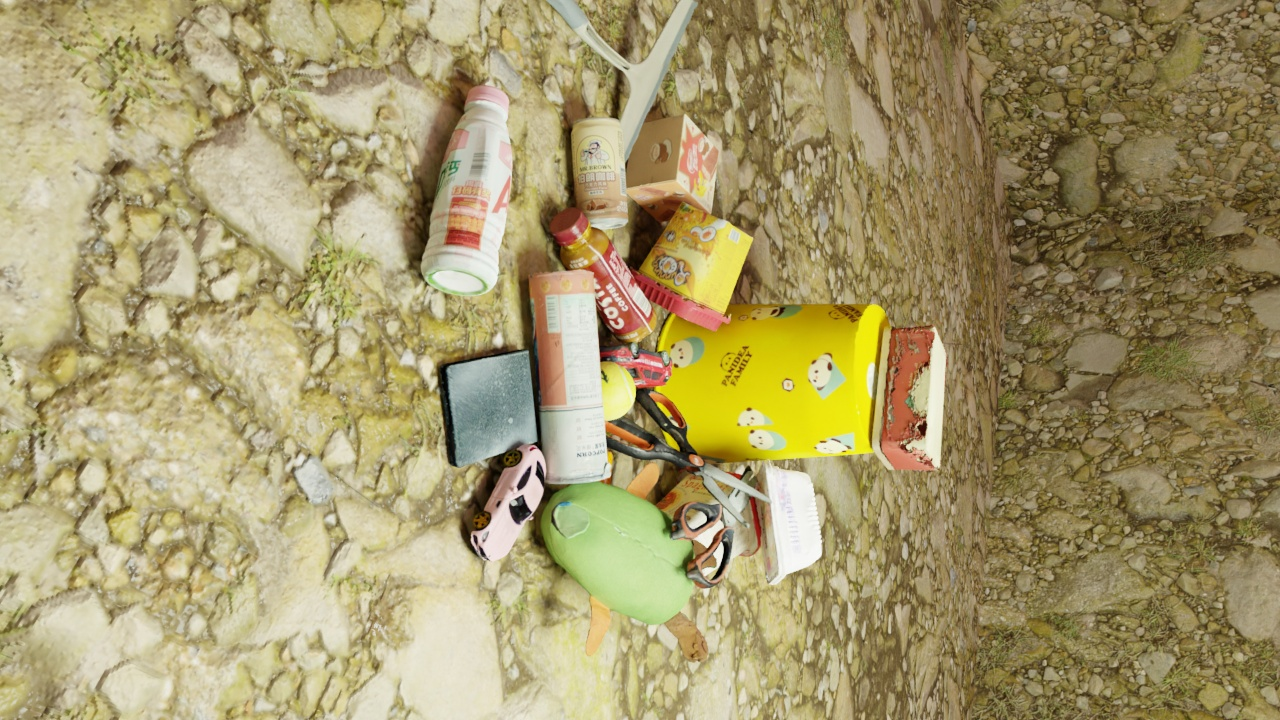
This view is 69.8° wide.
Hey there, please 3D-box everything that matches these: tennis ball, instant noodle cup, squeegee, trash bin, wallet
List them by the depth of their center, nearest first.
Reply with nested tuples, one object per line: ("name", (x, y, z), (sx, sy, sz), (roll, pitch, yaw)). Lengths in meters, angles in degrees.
("wallet", (-0.144, 0.044, 0.884), (0.120, 0.019, 0.097), (-15, 101, -56))
("tennis ball", (-0.038, 0.034, 1.008), (0.065, 0.066, 0.065), (8, 81, -58))
("squeegee", (-0.062, -0.377, 1.033), (0.246, 0.039, 0.246), (32, 78, -46))
("instant noodle cup", (0.066, -0.116, 1.115), (0.116, 0.116, 0.124), (16, 103, -56))
("instant noodle cup", (0.181, 0.201, 1.130), (0.173, 0.060, 0.138), (77, 7, -72))
("instant noodle cup", (0.072, 0.206, 1.140), (0.123, 0.116, 0.117), (-28, 112, -44))
("trash bin", (0.184, 0.028, 1.189), (0.229, 0.256, 0.229), (7, 82, -58))

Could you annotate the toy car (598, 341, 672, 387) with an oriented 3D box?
("toy car", (-0.006, 0.006, 1.074), (0.120, 0.053, 0.045), (17, 69, -55))

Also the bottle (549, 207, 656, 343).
("bottle", (-0.042, -0.094, 1.021), (0.175, 0.058, 0.057), (56, 43, -40))

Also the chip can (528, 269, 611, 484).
("chip can", (-0.074, 0.016, 0.946), (0.071, 0.071, 0.214), (-7, 93, -58))

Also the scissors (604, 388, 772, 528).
("scissors", (0.047, 0.101, 1.056), (0.220, 0.022, 0.224), (17, 30, -18))

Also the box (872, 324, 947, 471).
("box", (0.337, 0.045, 1.114), (0.091, 0.079, 0.168), (42, 53, -51))

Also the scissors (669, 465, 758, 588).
("scissors", (0.088, 0.168, 1.040), (0.194, 0.015, 0.205), (33, 42, -37))

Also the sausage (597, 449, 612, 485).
("sausage", (-0.047, 0.176, 1.024), (0.021, 0.021, 0.165), (25, 67, -55))

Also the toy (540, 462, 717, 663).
("toy", (-0.010, 0.209, 0.976), (0.246, 0.090, 0.226), (40, 48, -26))

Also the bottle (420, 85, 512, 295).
("bottle", (-0.154, -0.160, 0.843), (0.068, 0.068, 0.196), (33, 55, -52))

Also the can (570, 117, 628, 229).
("can", (-0.046, -0.207, 1.023), (0.058, 0.059, 0.116), (-6, 92, -58))

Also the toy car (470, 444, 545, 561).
("toy car", (-0.122, 0.137, 0.884), (0.056, 0.037, 0.122), (69, 36, -46))

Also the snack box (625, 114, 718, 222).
("snack box", (0.040, -0.238, 1.147), (0.094, 0.077, 0.092), (32, 61, -53))
